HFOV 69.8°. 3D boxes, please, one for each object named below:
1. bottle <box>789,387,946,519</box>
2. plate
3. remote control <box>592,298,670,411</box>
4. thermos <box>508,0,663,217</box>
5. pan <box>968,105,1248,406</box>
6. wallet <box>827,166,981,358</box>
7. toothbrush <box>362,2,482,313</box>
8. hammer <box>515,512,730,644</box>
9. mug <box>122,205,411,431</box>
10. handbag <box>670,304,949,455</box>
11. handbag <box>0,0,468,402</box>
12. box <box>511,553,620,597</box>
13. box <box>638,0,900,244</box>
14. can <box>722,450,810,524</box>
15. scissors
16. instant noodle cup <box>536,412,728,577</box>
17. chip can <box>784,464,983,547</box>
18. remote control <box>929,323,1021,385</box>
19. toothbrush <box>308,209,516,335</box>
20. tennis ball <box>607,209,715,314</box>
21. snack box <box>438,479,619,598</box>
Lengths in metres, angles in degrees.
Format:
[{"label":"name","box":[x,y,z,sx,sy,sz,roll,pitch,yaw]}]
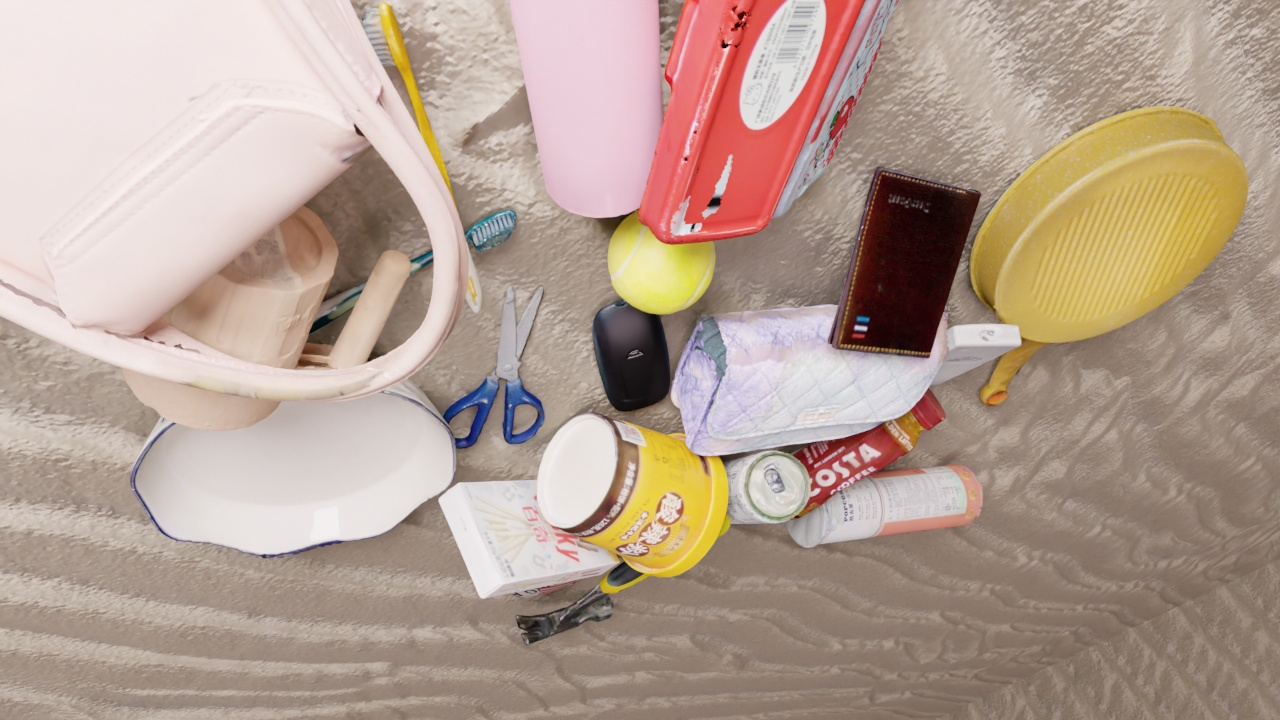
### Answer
[{"label":"bottle","box":[0.198,0.083,0.854,0.175,0.057,0.057,-37,143,23]},{"label":"plate","box":[-0.230,0.065,0.623,0.204,0.045,0.205,-13,146,-9]},{"label":"remote control","box":[-0.004,0.004,0.671,0.053,0.024,0.136,-17,146,-4]},{"label":"thermos","box":[-0.033,-0.150,0.402,0.087,0.067,0.199,-25,148,-11]},{"label":"pan","box":[0.346,-0.053,0.754,0.197,0.078,0.358,-11,139,-6]},{"label":"wallet","box":[0.179,-0.064,0.625,0.096,0.020,0.122,5,105,-32]},{"label":"toothbrush","box":[-0.109,-0.093,0.475,0.018,0.016,0.192,-4,138,3]},{"label":"hammer","box":[-0.021,0.211,0.877,0.126,0.032,0.324,-10,157,-35]},{"label":"mug","box":[-0.194,-0.026,0.483,0.124,0.084,0.104,7,136,-37]},{"label":"handbag","box":[0.128,0.012,0.705,0.193,0.075,0.134,-7,144,-20]},{"label":"handbag","box":[-0.169,-0.068,0.359,0.193,0.093,0.234,-32,121,15]},{"label":"box","box":[-0.057,0.188,0.880,0.164,0.052,0.068,-36,164,21]},{"label":"box","box":[0.081,-0.149,0.432,0.160,0.058,0.202,-25,149,-35]},{"label":"can","box":[0.095,0.111,0.790,0.058,0.058,0.147,-12,172,-13]},{"label":"scissors","box":[-0.086,0.010,0.650,0.173,0.012,0.132,-41,139,26]},{"label":"instant noodle cup","box":[-0.010,0.102,0.731,0.114,0.118,0.119,28,124,-38]},{"label":"chip can","box":[0.259,0.150,0.967,0.214,0.071,0.071,-1,142,-26]},{"label":"remote control","box":[0.248,-0.003,0.749,0.056,0.019,0.135,-1,166,-10]},{"label":"toothbrush","box":[-0.156,-0.040,0.538,0.192,0.018,0.016,-26,145,7]},{"label":"tennis ball","box":[0.012,-0.061,0.553,0.065,0.065,0.066,-14,145,-10]},{"label":"snack box","box":[-0.085,0.137,0.729,0.027,0.084,0.156,-39,157,23]}]
